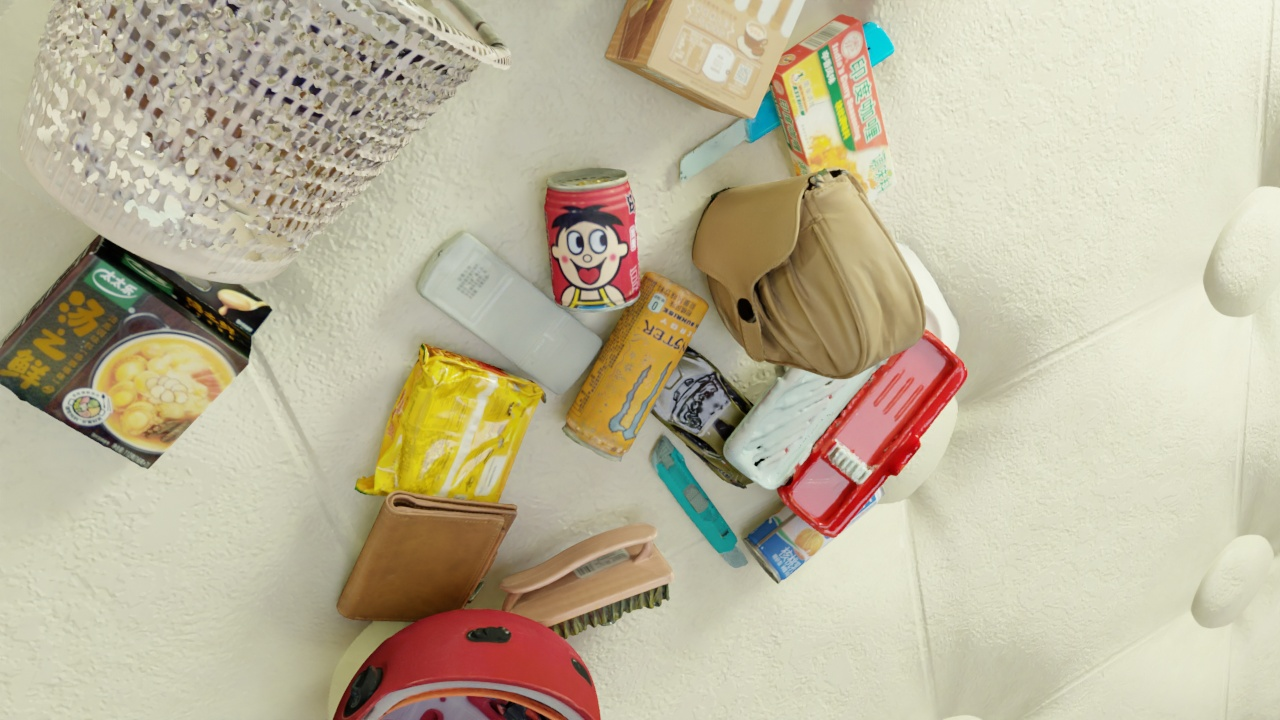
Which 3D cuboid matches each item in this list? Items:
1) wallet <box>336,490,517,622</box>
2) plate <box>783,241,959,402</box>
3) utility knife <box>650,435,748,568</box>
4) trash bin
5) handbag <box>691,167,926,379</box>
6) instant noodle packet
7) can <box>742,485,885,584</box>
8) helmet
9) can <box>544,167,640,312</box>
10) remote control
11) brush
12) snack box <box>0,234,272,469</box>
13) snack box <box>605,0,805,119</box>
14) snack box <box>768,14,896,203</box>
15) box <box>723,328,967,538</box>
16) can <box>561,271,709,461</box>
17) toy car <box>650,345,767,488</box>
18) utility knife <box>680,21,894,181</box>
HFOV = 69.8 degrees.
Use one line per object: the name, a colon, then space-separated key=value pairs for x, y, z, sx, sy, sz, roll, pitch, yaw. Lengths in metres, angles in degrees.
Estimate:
wallet: x=-0.160 y=0.158 z=0.715 sx=0.119 sy=0.035 sz=0.131 roll=9 pitch=127 yaw=-32
plate: x=0.224 y=-0.009 z=0.845 sx=0.164 sy=0.034 sz=0.163 roll=-46 pitch=121 yaw=-2
utility knife: x=0.056 y=0.135 z=0.837 sx=0.029 sy=0.013 sz=0.178 roll=-38 pitch=121 yaw=-5
trash bin: x=-0.214 y=-0.157 z=0.493 sx=0.227 sy=0.227 sz=0.192 roll=30 pitch=108 yaw=-31
handbag: x=0.111 y=-0.060 z=0.678 sx=0.099 sy=0.205 sz=0.148 roll=-28 pitch=103 yaw=-15
instant noodle packet: x=-0.143 y=0.059 z=0.697 sx=0.110 sy=0.044 sz=0.128 roll=20 pitch=103 yaw=-32
can: x=0.165 y=0.149 z=0.870 sx=0.134 sy=0.053 sz=0.053 roll=-37 pitch=121 yaw=-7
helmet: x=-0.131 y=0.272 z=0.716 sx=0.207 sy=0.143 sz=0.241 roll=28 pitch=117 yaw=-21
can: x=-0.035 y=-0.089 z=0.673 sx=0.066 sy=0.066 sz=0.094 roll=-13 pitch=114 yaw=-20
remote control: x=-0.097 y=-0.034 z=0.693 sx=0.150 sy=0.021 sz=0.058 roll=40 pitch=89 yaw=-32
brush: x=-0.049 y=0.189 z=0.783 sx=0.145 sy=0.063 sz=0.073 roll=-16 pitch=120 yaw=-16
snack box: x=-0.322 y=-0.013 z=0.586 sx=0.126 sy=0.053 sz=0.113 roll=-46 pitch=122 yaw=4
snack box: x=0.044 y=-0.235 z=0.645 sx=0.092 sy=0.077 sz=0.094 roll=17 pitch=103 yaw=-29
snack box: x=0.154 y=-0.184 z=0.730 sx=0.077 sy=0.027 sz=0.156 roll=-36 pitch=132 yaw=-8
box: x=0.180 y=0.042 z=0.800 sx=0.160 sy=0.050 sz=0.201 roll=39 pitch=92 yaw=-24
can: x=-0.004 y=0.004 z=0.727 sx=0.058 sy=0.058 sz=0.146 roll=26 pitch=96 yaw=-31
toy car: x=0.062 y=0.051 z=0.792 sx=0.070 sy=0.042 sz=0.158 roll=-49 pitch=119 yaw=-1
utility knife: x=0.113 y=-0.203 z=0.725 sx=0.208 sy=0.018 sz=0.034 roll=-35 pitch=121 yaw=-7
